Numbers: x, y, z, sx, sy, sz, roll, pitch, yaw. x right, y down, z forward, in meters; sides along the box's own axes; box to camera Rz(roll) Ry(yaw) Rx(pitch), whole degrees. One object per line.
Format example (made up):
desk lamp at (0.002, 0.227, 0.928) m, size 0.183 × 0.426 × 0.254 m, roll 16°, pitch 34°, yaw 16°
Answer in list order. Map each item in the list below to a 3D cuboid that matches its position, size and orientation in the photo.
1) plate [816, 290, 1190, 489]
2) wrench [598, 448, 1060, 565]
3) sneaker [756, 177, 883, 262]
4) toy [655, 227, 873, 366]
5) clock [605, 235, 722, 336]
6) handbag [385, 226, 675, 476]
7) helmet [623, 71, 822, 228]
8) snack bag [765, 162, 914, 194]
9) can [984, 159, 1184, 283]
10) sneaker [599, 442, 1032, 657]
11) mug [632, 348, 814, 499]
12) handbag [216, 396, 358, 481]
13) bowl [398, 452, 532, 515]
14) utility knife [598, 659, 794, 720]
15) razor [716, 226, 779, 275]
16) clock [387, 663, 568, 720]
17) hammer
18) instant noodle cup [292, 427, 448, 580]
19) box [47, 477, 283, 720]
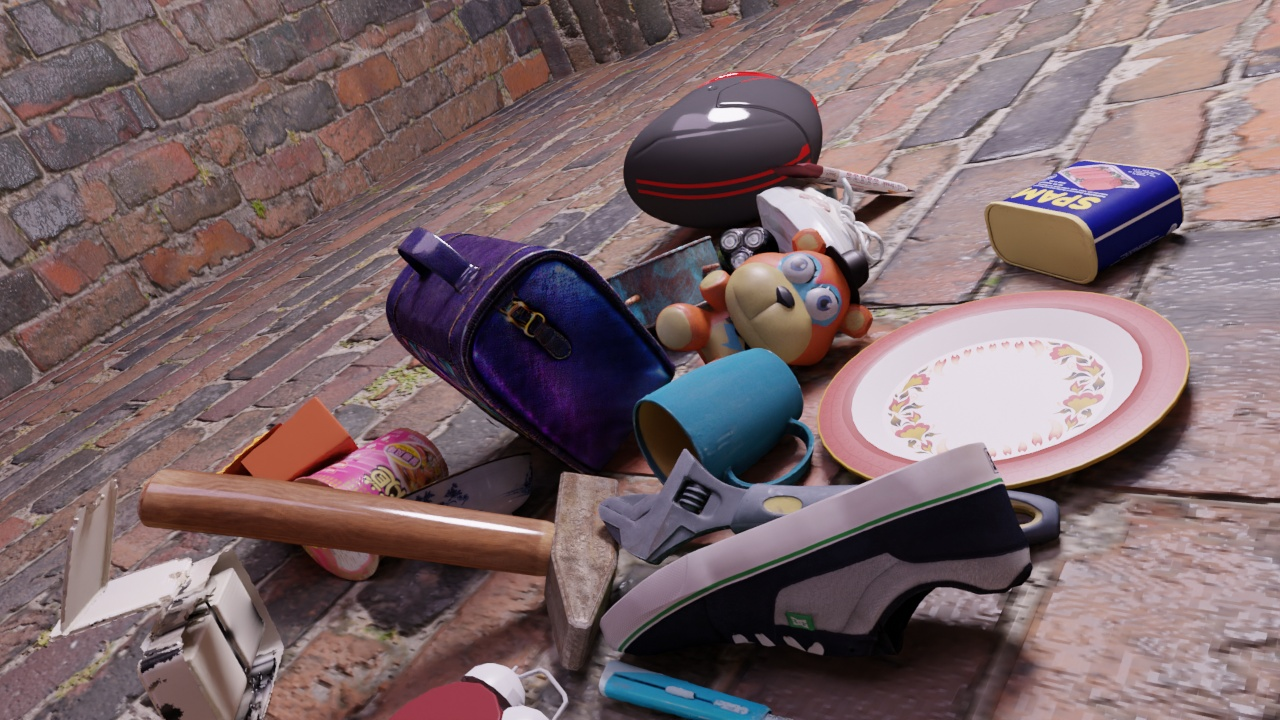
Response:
plate at (0.231, 0.020, 0.607) m, size 0.230 × 0.021 × 0.229 m, roll -20°, pitch 24°, yaw 9°
wrench at (0.097, 0.090, 0.542) m, size 0.274 × 0.022 × 0.073 m, roll -2°, pitch 64°, yaw 25°
sneaker at (0.180, -0.126, 0.879) m, size 0.091 × 0.089 × 0.242 m, roll -17°, pitch 23°, yaw 3°
toy at (0.106, -0.036, 0.748) m, size 0.176 × 0.112 × 0.096 m, roll -30°, pitch -12°, yaw -9°
clock at (0.029, -0.070, 0.927) m, size 0.121 × 0.073 × 0.157 m, roll -22°, pitch 5°, yaw 2°
handbag at (-0.107, -0.024, 0.747) m, size 0.125 × 0.222 × 0.205 m, roll -51°, pitch 30°, yaw -11°
helmet at (0.109, -0.245, 1.101) m, size 0.264 × 0.164 × 0.169 m, roll -14°, pitch 35°, yaw -2°
snack bag at (0.212, -0.191, 0.971) m, size 0.157 × 0.013 × 0.057 m, roll 5°, pitch 6°, yaw -28°
can at (0.352, -0.114, 0.731) m, size 0.092 × 0.056 × 0.116 m, roll -27°, pitch 24°, yaw -10°
sneaker at (0.082, 0.125, 0.477) m, size 0.236 × 0.079 × 0.084 m, roll -28°, pitch -20°, yaw 24°
mug at (0.069, 0.049, 0.647) m, size 0.104 × 0.085 × 0.112 m, roll -30°, pitch 52°, yaw -26°
handbag at (-0.307, 0.096, 0.808) m, size 0.108 × 0.060 × 0.172 m, roll -41°, pitch -5°, yaw -18°
bowl at (-0.129, 0.112, 0.702) m, size 0.114 × 0.045 × 0.114 m, roll -21°, pitch -9°, yaw -4°
utility knife at (0.040, 0.177, 0.472) m, size 0.152 × 0.015 × 0.022 m, roll -2°, pitch 31°, yaw 37°
razor at (0.100, -0.110, 0.942) m, size 0.054 × 0.067 × 0.151 m, roll -57°, pitch 12°, yaw 2°
clock at (-0.095, 0.211, 0.488) m, size 0.124 × 0.044 × 0.087 m, roll -33°, pitch 25°, yaw -19°
hammer at (-0.164, 0.110, 0.584) m, size 0.301 × 0.037 × 0.157 m, roll 9°, pitch 25°, yaw -5°
instant noodle cup at (-0.222, 0.112, 0.768) m, size 0.098 × 0.098 × 0.108 m, roll -8°, pitch 21°, yaw 33°
box at (-0.334, 0.170, 0.602) m, size 0.106 × 0.193 × 0.143 m, roll -21°, pitch 17°, yaw -6°
